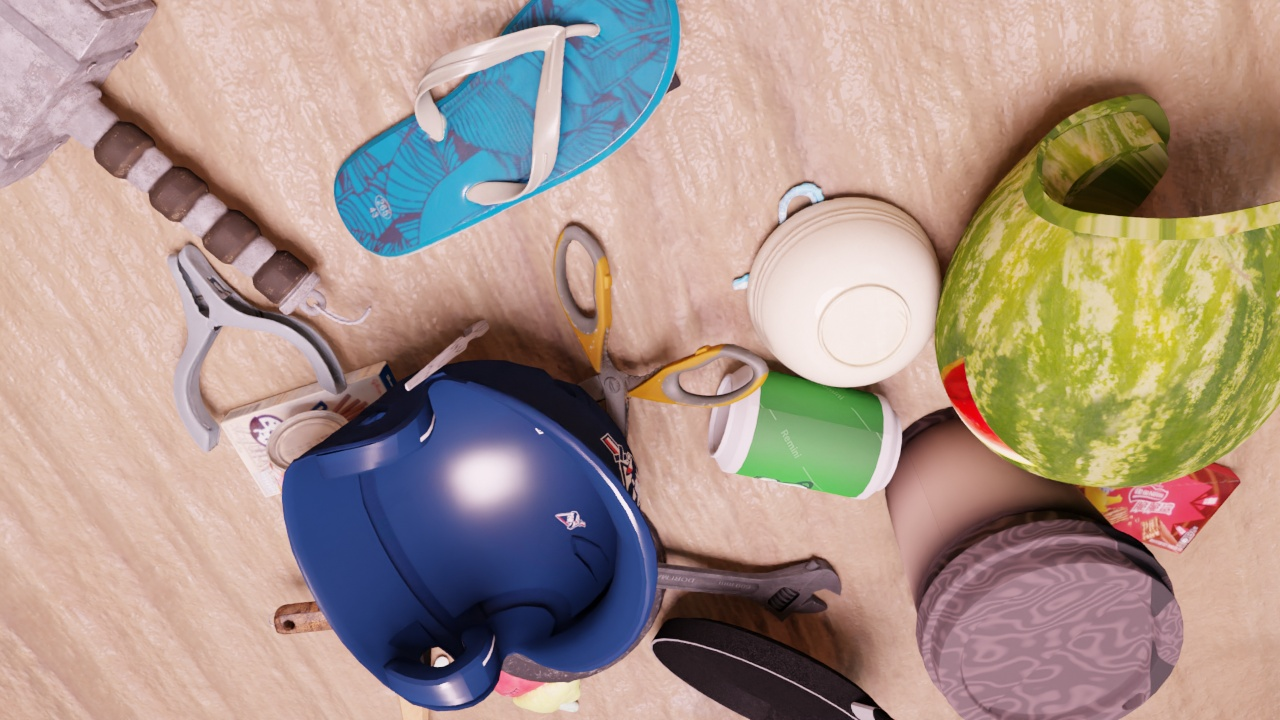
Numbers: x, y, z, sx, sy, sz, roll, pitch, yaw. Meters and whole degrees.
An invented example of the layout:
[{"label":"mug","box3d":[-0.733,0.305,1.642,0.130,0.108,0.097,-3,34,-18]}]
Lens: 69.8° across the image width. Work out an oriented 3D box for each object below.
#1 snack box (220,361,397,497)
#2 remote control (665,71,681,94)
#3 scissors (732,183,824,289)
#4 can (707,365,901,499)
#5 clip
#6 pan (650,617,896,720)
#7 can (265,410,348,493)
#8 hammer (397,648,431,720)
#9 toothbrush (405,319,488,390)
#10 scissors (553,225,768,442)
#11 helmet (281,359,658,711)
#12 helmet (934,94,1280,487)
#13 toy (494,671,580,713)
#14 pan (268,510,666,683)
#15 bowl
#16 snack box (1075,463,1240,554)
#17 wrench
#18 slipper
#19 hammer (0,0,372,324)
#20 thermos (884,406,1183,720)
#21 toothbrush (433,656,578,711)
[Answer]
[{"label":"snack box","box3d":[-0.268,0.060,0.779,0.150,0.026,0.082,-17,115,9]},{"label":"remote control","box3d":[-0.039,-0.178,0.664,0.140,0.009,0.030,-26,114,13]},{"label":"scissors","box3d":[0.142,-0.071,0.720,0.140,0.011,0.134,5,115,-4]},{"label":"can","box3d":[0.131,0.059,0.744,0.140,0.087,0.088,12,117,-6]},{"label":"clip","box3d":[-0.320,0.008,0.733,0.164,0.032,0.166,23,106,-4]},{"label":"pan","box3d":[0.154,0.285,0.773,0.225,0.034,0.357,41,151,-23]},{"label":"can","box3d":[-0.255,0.089,0.731,0.067,0.067,0.076,1,133,-1]},{"label":"hammer","box3d":[-0.223,0.330,0.901,0.131,0.039,0.329,8,115,14]},{"label":"toothbrush","box3d":[-0.140,-0.005,0.660,0.010,0.181,0.010,-19,102,12]},{"label":"scissors","box3d":[-0.005,0.004,0.720,0.230,0.016,0.225,3,113,26]},{"label":"helmet","box3d":[-0.095,0.110,0.669,0.273,0.222,0.232,7,116,40]},{"label":"helmet","box3d":[0.322,-0.027,0.626,0.243,0.213,0.247,-23,131,-10]},{"label":"toy","box3d":[-0.112,0.290,0.887,0.092,0.045,0.135,-32,111,11]},{"label":"pan","box3d":[-0.149,0.214,0.816,0.356,0.040,0.208,-7,107,-8]},{"label":"bowl","box3d":[0.159,-0.039,0.688,0.151,0.075,0.151,0,117,-1]},{"label":"snack box","box3d":[0.443,0.116,0.810,0.133,0.021,0.089,18,117,-9]},{"label":"wrench","box3d":[0.063,0.198,0.824,0.273,0.018,0.073,12,118,-21]},{"label":"slipper","box3d":[-0.098,-0.163,0.637,0.295,0.060,0.118,-30,104,16]},{"label":"hammer","box3d":[-0.337,-0.124,0.653,0.177,0.079,0.326,-41,111,19]},{"label":"thermos","box3d":[0.279,0.146,0.711,0.173,0.225,0.173,0,117,0]},{"label":"toothbrush","box3d":[-0.134,0.329,0.924,0.154,0.015,0.022,21,118,-11]}]
